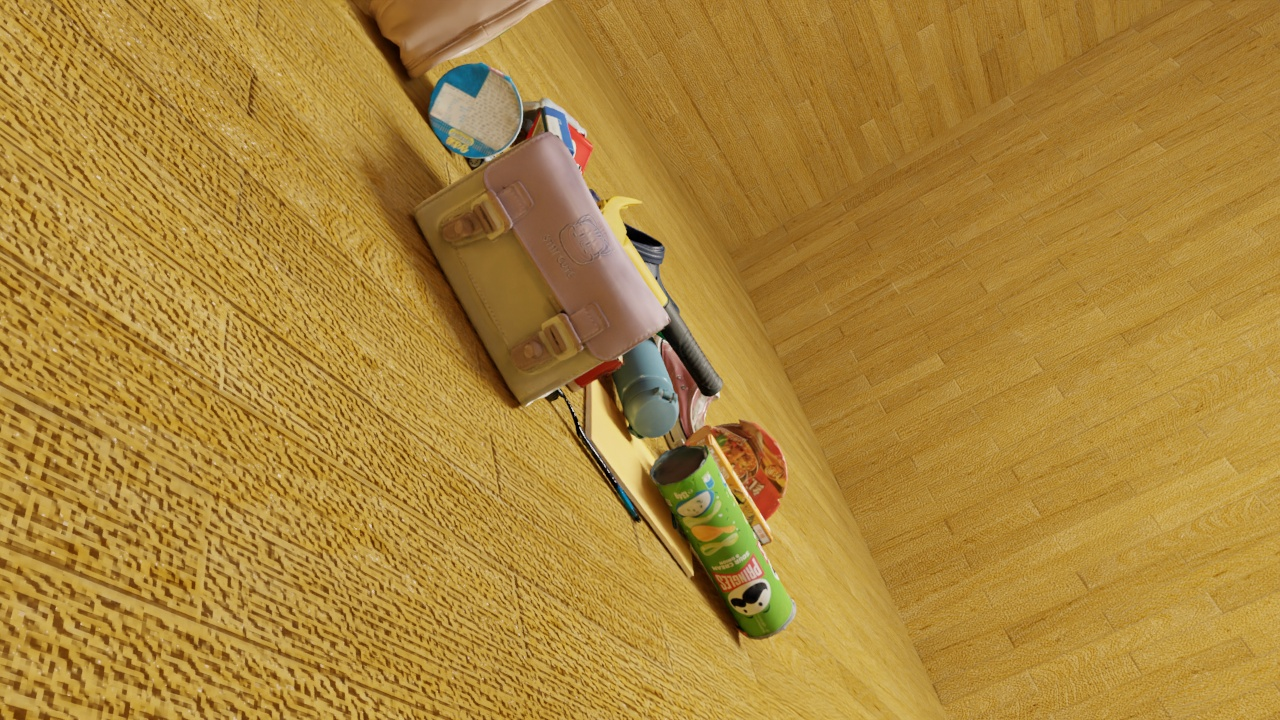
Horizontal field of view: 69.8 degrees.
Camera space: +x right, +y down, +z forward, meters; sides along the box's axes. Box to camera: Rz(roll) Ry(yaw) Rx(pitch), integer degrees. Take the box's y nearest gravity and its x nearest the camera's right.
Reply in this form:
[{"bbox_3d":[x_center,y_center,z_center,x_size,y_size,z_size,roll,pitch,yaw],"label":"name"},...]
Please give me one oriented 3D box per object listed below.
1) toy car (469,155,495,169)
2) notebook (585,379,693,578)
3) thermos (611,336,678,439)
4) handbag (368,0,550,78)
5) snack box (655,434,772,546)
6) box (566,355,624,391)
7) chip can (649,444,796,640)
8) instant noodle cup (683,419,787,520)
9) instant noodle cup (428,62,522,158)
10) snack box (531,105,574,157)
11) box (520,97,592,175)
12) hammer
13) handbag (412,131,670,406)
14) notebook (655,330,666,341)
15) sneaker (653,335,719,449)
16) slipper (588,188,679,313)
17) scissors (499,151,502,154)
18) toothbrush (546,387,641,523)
[{"bbox_3d":[-0.158,-0.200,1.042,0.105,0.031,0.049,58,10,-3],"label":"toy car"},{"bbox_3d":[-0.001,0.121,1.001,0.206,0.010,0.145,55,13,-25],"label":"notebook"},{"bbox_3d":[-0.006,0.006,1.081,0.070,0.070,0.220,52,11,-35],"label":"thermos"},{"bbox_3d":[-0.185,-0.392,1.034,0.093,0.193,0.234,60,2,-12],"label":"handbag"},{"bbox_3d":[0.085,0.163,1.054,0.154,0.075,0.026,58,12,-22],"label":"snack box"},{"bbox_3d":[-0.060,-0.050,0.990,0.091,0.078,0.168,55,13,-24],"label":"box"},{"bbox_3d":[0.093,0.202,1.015,0.236,0.072,0.072,61,12,-22],"label":"chip can"},{"bbox_3d":[0.118,0.152,1.156,0.138,0.138,0.108,65,5,17],"label":"instant noodle cup"},{"bbox_3d":[-0.181,-0.283,1.008,0.099,0.099,0.109,55,6,-27],"label":"instant noodle cup"},{"bbox_3d":[-0.107,-0.156,0.886,0.026,0.157,0.084,14,33,-22],"label":"snack box"},{"bbox_3d":[-0.143,-0.328,1.342,0.100,0.095,0.201,24,5,11],"label":"box"},{"bbox_3d":[0.021,-0.065,1.062,0.301,0.033,0.128,55,36,-36],"label":"hammer"},{"bbox_3d":[-0.085,-0.078,0.793,0.197,0.145,0.098,60,10,-1],"label":"handbag"},{"bbox_3d":[-0.006,-0.076,1.223,0.209,0.012,0.150,37,-10,47],"label":"notebook"},{"bbox_3d":[0.068,0.039,1.288,0.118,0.088,0.240,51,16,-37],"label":"sneaker"},{"bbox_3d":[-0.010,-0.166,1.432,0.253,0.095,0.105,54,16,-16],"label":"slipper"},{"bbox_3d":[-0.097,-0.164,1.071,0.221,0.021,0.233,44,-9,10],"label":"scissors"},{"bbox_3d":[-0.048,0.087,0.889,0.189,0.016,0.014,59,3,-20],"label":"toothbrush"}]
